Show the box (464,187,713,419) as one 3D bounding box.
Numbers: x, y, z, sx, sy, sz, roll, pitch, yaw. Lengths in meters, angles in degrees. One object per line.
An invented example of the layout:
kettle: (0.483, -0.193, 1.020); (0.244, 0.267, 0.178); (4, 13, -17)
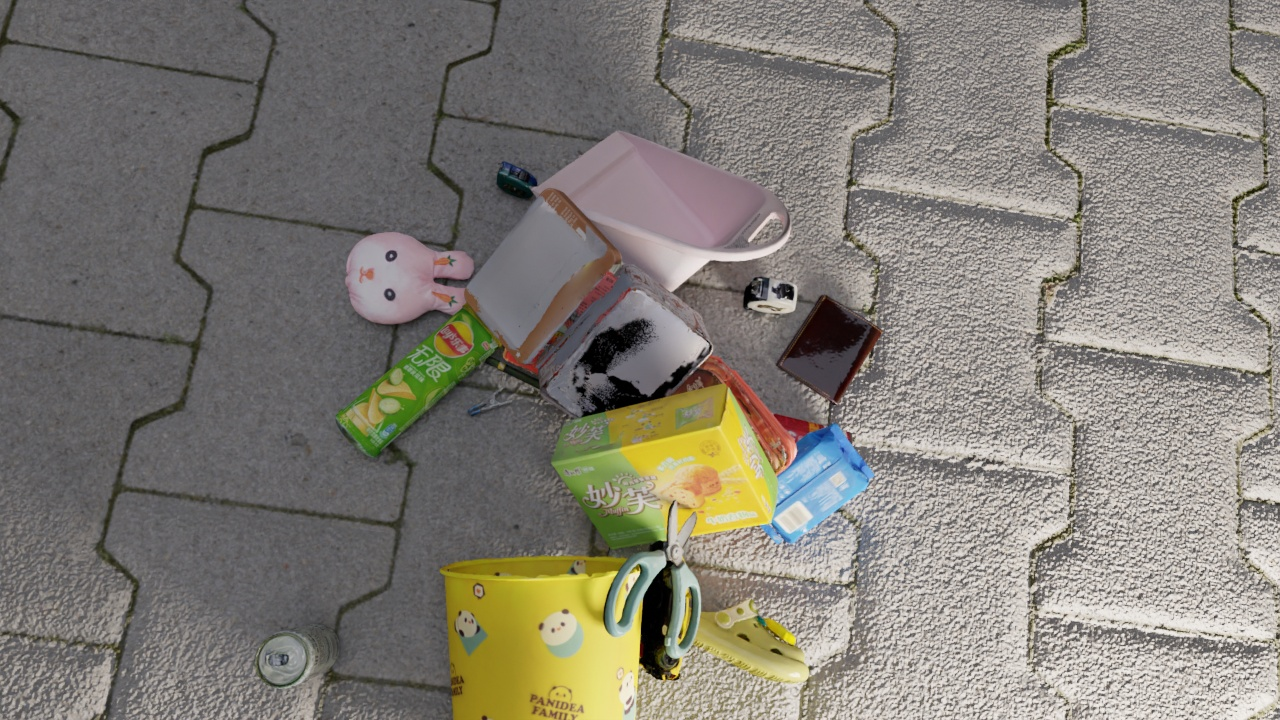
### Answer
box: (-0.066, -0.048, 1.062); (0.274, 0.124, 0.179); (42, 107, -2)

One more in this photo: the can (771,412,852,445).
can: (0.197, 0.101, 1.163); (0.133, 0.053, 0.053); (13, 76, -3)

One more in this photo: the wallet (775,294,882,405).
wallet: (0.250, -0.016, 1.214); (0.096, 0.020, 0.122); (33, 77, 7)

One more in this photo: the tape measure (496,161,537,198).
tape measure: (-0.163, -0.233, 1.199); (0.054, 0.058, 0.025); (22, 75, -5)

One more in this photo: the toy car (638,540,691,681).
toy car: (0.027, 0.282, 1.036); (0.041, 0.071, 0.155); (8, 84, -28)

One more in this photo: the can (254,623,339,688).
can: (-0.373, 0.322, 1.005); (0.058, 0.147, 0.058); (1, 77, -6)

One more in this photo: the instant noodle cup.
instant noodle cup: (0.089, 0.090, 1.112); (0.164, 0.189, 0.078); (51, 35, 5)

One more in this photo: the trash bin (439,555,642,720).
trash bin: (-0.103, 0.349, 0.997); (0.229, 0.230, 0.255); (0, 83, -6)

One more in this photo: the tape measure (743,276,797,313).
tape measure: (0.171, -0.084, 1.196); (0.066, 0.066, 0.033); (8, 81, -2)

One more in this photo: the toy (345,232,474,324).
toy: (-0.290, -0.104, 1.161); (0.159, 0.054, 0.121); (0, 78, -14)

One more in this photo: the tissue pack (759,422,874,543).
tissue pack: (0.200, 0.151, 1.123); (0.157, 0.052, 0.095); (-40, 105, 12)

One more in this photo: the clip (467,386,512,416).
clip: (-0.190, 0.055, 1.150); (0.057, 0.025, 0.029); (-29, 86, -18)

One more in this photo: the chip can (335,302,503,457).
chip can: (-0.269, 0.024, 1.122); (0.221, 0.073, 0.072); (-43, 85, -13)

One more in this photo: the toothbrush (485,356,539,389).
toothbrush: (-0.112, 0.036, 1.167); (0.186, 0.012, 0.017); (26, 70, 0)

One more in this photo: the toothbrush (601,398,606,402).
toothbrush: (-0.007, 0.007, 1.174); (0.188, 0.021, 0.029); (-45, 122, -20)

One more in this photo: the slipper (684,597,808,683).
slipper: (0.117, 0.319, 1.089); (0.190, 0.092, 0.081); (23, 73, 3)

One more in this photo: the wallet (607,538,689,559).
wallet: (0.010, 0.232, 1.134); (0.097, 0.019, 0.120); (15, 75, -4)

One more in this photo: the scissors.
scissors: (0.031, 0.245, 0.976); (0.172, 0.019, 0.179); (-51, 124, -35)

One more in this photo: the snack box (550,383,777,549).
snack box: (0.028, 0.124, 1.028); (0.210, 0.158, 0.069); (-15, 35, 24)

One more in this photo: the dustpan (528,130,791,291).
dustpan: (0.045, -0.207, 1.138); (0.273, 0.139, 0.221); (42, 44, -4)

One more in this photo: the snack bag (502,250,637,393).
snack bag: (-0.077, -0.068, 1.171); (0.128, 0.073, 0.207); (27, 80, -11)
